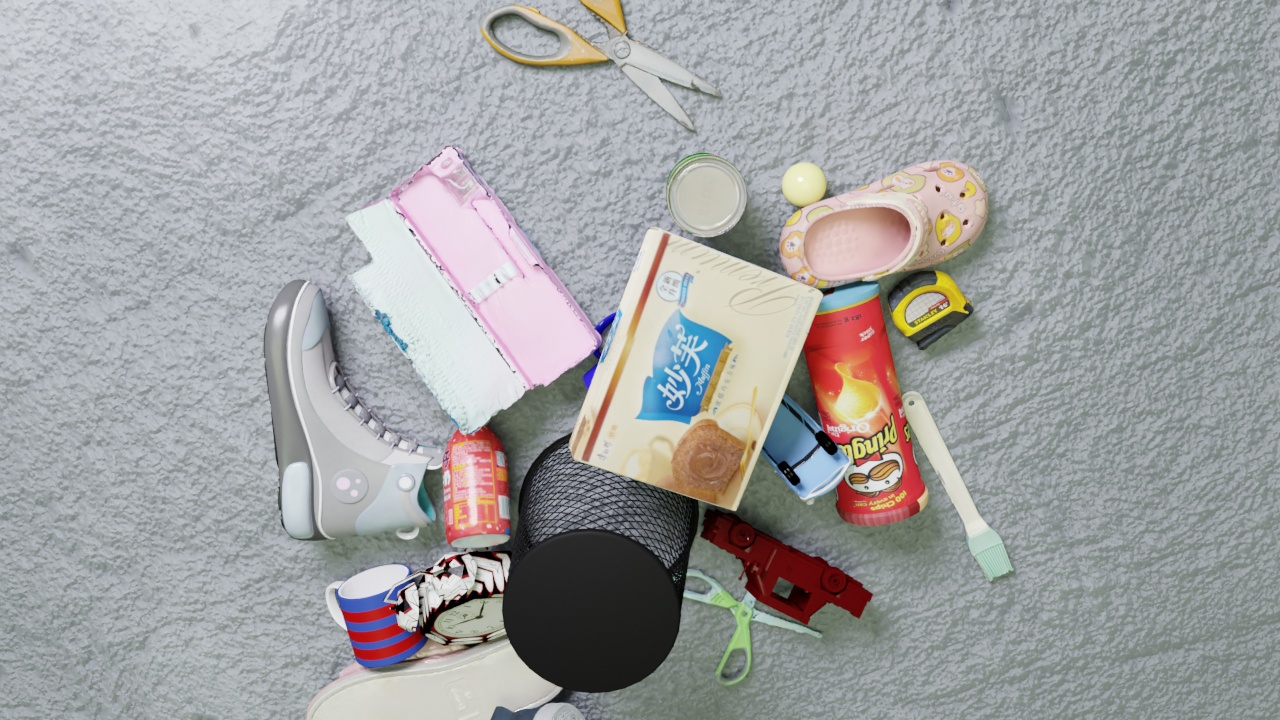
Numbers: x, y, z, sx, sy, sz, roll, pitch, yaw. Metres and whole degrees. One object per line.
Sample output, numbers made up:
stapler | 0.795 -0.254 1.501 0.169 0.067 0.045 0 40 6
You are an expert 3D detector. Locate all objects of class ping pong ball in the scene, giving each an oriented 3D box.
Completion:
ping pong ball | 0.148 -0.159 0.832 0.040 0.040 0.040 1 104 2

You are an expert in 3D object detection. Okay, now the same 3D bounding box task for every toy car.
toy car | 0.134 0.070 0.846 0.056 0.153 0.055 -40 137 1
toy car | 0.135 0.207 0.900 0.170 0.070 0.062 27 86 -6

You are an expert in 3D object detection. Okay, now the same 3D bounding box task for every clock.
clock | -0.178 0.223 0.899 0.115 0.065 0.154 -39 139 25

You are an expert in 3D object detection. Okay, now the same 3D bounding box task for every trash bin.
trash bin | -0.036 0.180 0.835 0.184 0.210 0.184 1 104 2

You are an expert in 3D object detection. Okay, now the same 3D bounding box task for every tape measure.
tape measure | 0.266 -0.052 0.854 0.064 0.037 0.066 41 115 -13

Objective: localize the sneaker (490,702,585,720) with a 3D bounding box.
sneaker | -0.073 0.441 0.958 0.088 0.089 0.236 -14 119 28

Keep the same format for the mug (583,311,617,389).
mug | -0.005 0.005 0.866 0.083 0.079 0.111 -39 71 10

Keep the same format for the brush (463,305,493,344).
brush | -0.138 -0.036 0.885 0.126 0.017 0.048 1 104 2

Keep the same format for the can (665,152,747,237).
can | 0.055 -0.146 0.797 0.067 0.120 0.067 1 103 2

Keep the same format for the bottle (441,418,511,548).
bottle | -0.158 0.106 0.877 0.062 0.062 0.137 -9 66 4

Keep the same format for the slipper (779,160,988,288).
slipper | 0.224 -0.113 0.811 0.197 0.081 0.093 -18 106 -3

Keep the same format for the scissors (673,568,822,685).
scissors | 0.107 0.261 0.951 0.173 0.021 0.171 20 99 1

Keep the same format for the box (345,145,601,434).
box | -0.162 -0.063 0.843 0.160 0.062 0.230 -36 91 -10

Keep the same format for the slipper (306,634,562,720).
slipper | -0.209 0.345 0.962 0.274 0.054 0.114 -13 100 -6

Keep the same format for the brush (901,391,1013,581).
brush | 0.312 0.124 0.911 0.033 0.012 0.217 -28 99 9

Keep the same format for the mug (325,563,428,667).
mug | -0.278 0.260 0.942 0.112 0.074 0.076 -4 105 30

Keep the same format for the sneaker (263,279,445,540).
sneaker | -0.268 0.051 0.883 0.160 0.093 0.257 0 103 -7

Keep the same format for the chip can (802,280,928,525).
chip can | 0.204 0.040 0.856 0.087 0.087 0.213 -15 102 6

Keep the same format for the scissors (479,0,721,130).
scissors | -0.026 -0.299 0.817 0.225 0.016 0.175 19 104 -3

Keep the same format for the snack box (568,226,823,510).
snack box | 0.045 0.009 0.788 0.153 0.055 0.207 19 97 -13
